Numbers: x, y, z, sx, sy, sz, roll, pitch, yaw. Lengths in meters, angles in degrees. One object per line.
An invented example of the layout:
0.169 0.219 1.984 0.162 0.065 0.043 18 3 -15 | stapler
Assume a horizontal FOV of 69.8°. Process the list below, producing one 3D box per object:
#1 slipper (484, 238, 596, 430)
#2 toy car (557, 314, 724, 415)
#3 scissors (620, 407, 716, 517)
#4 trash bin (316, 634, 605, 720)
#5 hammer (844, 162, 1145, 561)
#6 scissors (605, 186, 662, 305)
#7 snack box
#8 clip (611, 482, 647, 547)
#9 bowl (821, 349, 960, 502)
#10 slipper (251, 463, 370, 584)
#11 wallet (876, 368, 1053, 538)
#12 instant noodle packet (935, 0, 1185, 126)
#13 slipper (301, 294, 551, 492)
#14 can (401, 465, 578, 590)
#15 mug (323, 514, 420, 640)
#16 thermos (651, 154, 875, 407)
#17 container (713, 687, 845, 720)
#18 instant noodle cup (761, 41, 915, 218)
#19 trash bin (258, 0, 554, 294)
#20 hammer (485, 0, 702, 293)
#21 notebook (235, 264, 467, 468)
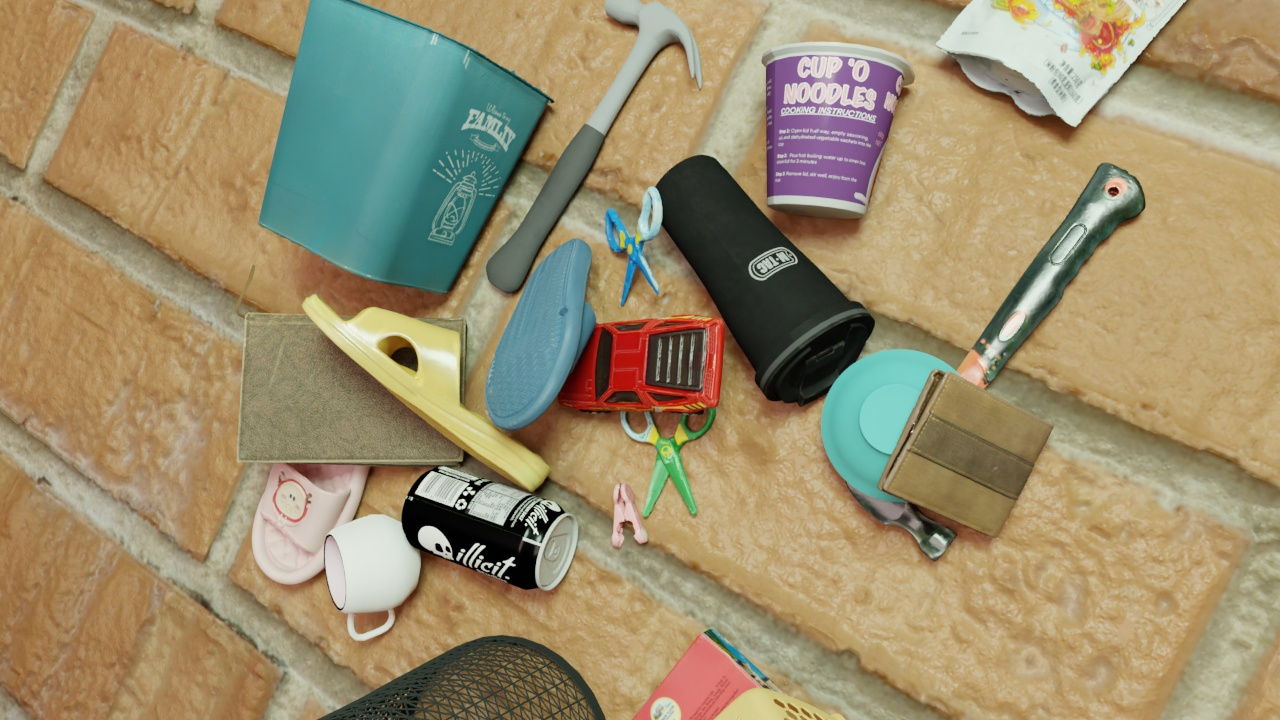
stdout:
-0.075 -0.027 0.807 0.104 0.059 0.213 -31 34 36 | slipper
-0.005 0.004 0.795 0.190 0.056 0.081 -3 78 45 | toy car
0.017 0.079 0.821 0.117 0.012 0.129 21 88 23 | scissors
-0.166 0.345 0.725 0.217 0.243 0.216 -3 81 20 | trash bin
0.282 -0.012 0.728 0.133 0.033 0.333 39 95 22 | hammer
-0.004 -0.104 0.822 0.013 0.130 0.125 -8 49 -23 | scissors
0.064 0.322 0.752 0.145 0.040 0.142 39 96 21 | snack box
-0.009 0.140 0.817 0.050 0.023 0.058 18 90 17 | clip
0.198 0.048 0.706 0.121 0.046 0.121 -3 80 18 | bowl
-0.327 0.115 0.920 0.107 0.055 0.221 25 89 23 | slipper
0.240 0.070 0.675 0.099 0.121 0.027 -65 25 6 | wallet
0.373 -0.324 0.729 0.147 0.057 0.269 39 91 20 | instant noodle packet
-0.181 0.016 0.829 0.263 0.100 0.078 39 75 -6 | slipper
-0.137 0.151 0.830 0.146 0.080 0.080 15 87 22 | can
-0.251 0.207 0.867 0.090 0.076 0.124 26 116 52 | mug
0.094 -0.074 0.772 0.106 0.105 0.218 -39 66 11 | thermos
0.099 0.348 0.655 0.167 0.129 0.183 37 96 -23 | container
0.160 -0.184 0.765 0.136 0.122 0.122 5 94 -23 | instant noodle cup
-0.230 -0.196 0.867 0.199 0.196 0.219 26 98 22 | trash bin
-0.053 -0.200 0.880 0.125 0.029 0.311 34 95 22 | hammer
-0.277 0.008 0.885 0.215 0.034 0.190 1 82 -5 | notebook
